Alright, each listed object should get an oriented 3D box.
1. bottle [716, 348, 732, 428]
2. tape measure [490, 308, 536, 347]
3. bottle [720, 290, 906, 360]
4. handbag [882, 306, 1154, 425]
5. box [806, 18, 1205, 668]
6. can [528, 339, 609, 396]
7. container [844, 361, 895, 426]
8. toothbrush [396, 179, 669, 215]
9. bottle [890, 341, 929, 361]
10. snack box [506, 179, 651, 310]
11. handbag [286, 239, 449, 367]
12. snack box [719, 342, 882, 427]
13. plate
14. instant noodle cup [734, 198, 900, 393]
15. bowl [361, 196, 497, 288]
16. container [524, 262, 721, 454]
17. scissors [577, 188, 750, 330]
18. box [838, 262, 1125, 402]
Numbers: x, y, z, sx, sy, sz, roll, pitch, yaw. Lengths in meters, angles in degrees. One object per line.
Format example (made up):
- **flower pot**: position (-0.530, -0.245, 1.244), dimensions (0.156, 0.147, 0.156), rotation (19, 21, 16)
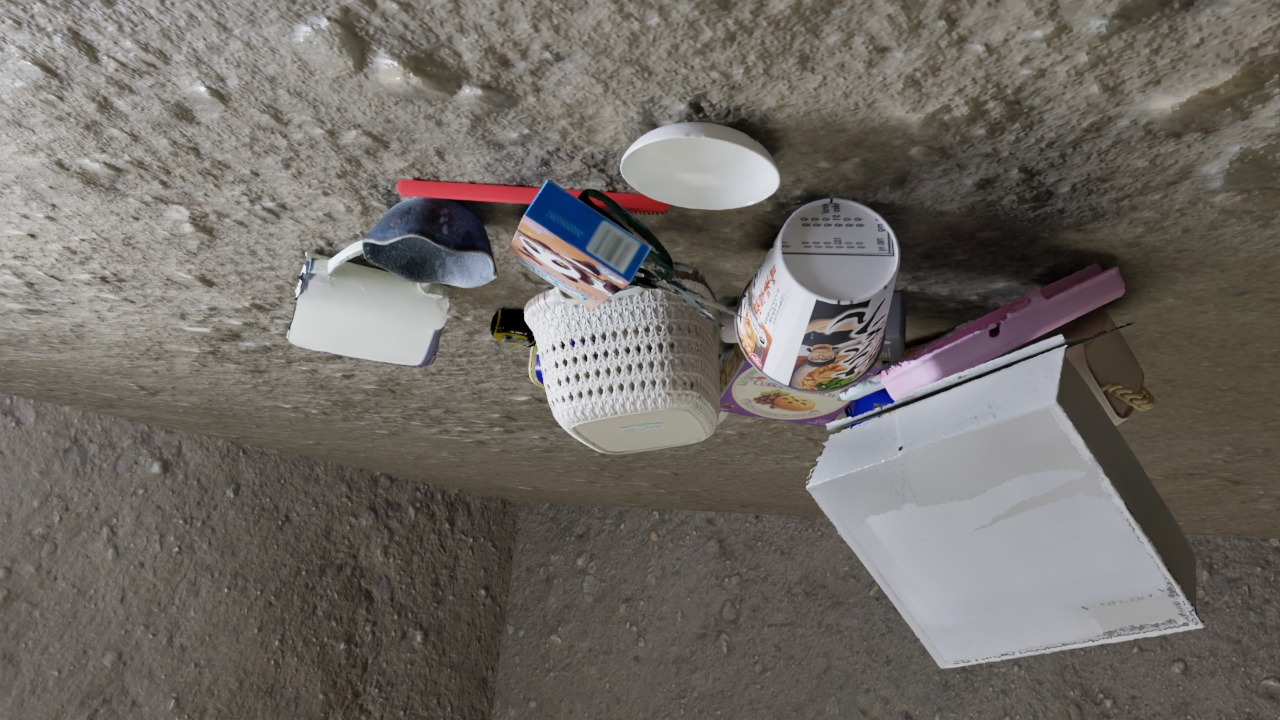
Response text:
- **bottle**: position (0.099, 0.037, 1.153), dimensions (0.053, 0.053, 0.186), rotation (8, 157, -6)
- **tape measure**: position (-0.140, -0.035, 1.042), dimensions (0.061, 0.034, 0.062), rotation (13, 164, -16)
- **bottle**: position (0.165, -0.033, 0.888), dimensions (0.174, 0.046, 0.083), rotation (2, 165, 18)
- **handbag**: position (0.313, 0.027, 0.798), dimensions (0.211, 0.103, 0.208), rotation (-31, -179, 23)
- **box**: position (0.239, -0.022, 0.645), dimensions (0.173, 0.420, 0.168), rotation (35, 137, -29)
- **can**: position (-0.071, 0.011, 1.152), dimensions (0.092, 0.056, 0.116), rotation (-1, 164, 24)
- **container**: position (0.294, 0.042, 1.044), dimensions (0.114, 0.058, 0.096), rotation (6, -157, 1)
- **toothbrush**: position (-0.083, -0.125, 0.706), dimensions (0.212, 0.012, 0.018), rotation (5, 170, 7)
- **bottle**: position (0.310, -0.002, 0.959), dimensions (0.044, 0.044, 0.109), rotation (12, 165, -23)
- **snack box**: position (-0.052, -0.082, 0.697), dimensions (0.087, 0.034, 0.151), rotation (33, 169, -9)
- **handbag**: position (-0.263, -0.074, 0.915), dimensions (0.151, 0.073, 0.176), rotation (10, 147, -20)
- **snack box**: position (0.168, 0.015, 1.011), dimensions (0.143, 0.040, 0.148), rotation (9, 148, -10)
- **plate**: position (0.040, -0.131, 0.598), dimensions (0.104, 0.026, 0.104), rotation (7, 166, 1)
- **instant noodle cup**: position (0.139, -0.054, 0.699), dimensions (0.123, 0.123, 0.122), rotation (6, 157, 2)
- **bowl**: position (-0.168, -0.101, 0.750), dimensions (0.110, 0.055, 0.110), rotation (5, 166, 1)
- **container**: position (-0.005, 0.005, 0.921), dimensions (0.185, 0.142, 0.246), rotation (-10, 163, 10)
- **scissors**: position (-0.012, -0.080, 0.733), dimensions (0.203, 0.015, 0.201), rotation (17, 163, 48)
- **box**: position (0.273, -0.015, 0.746), dimensions (0.201, 0.038, 0.153), rotation (-23, 170, -16)
